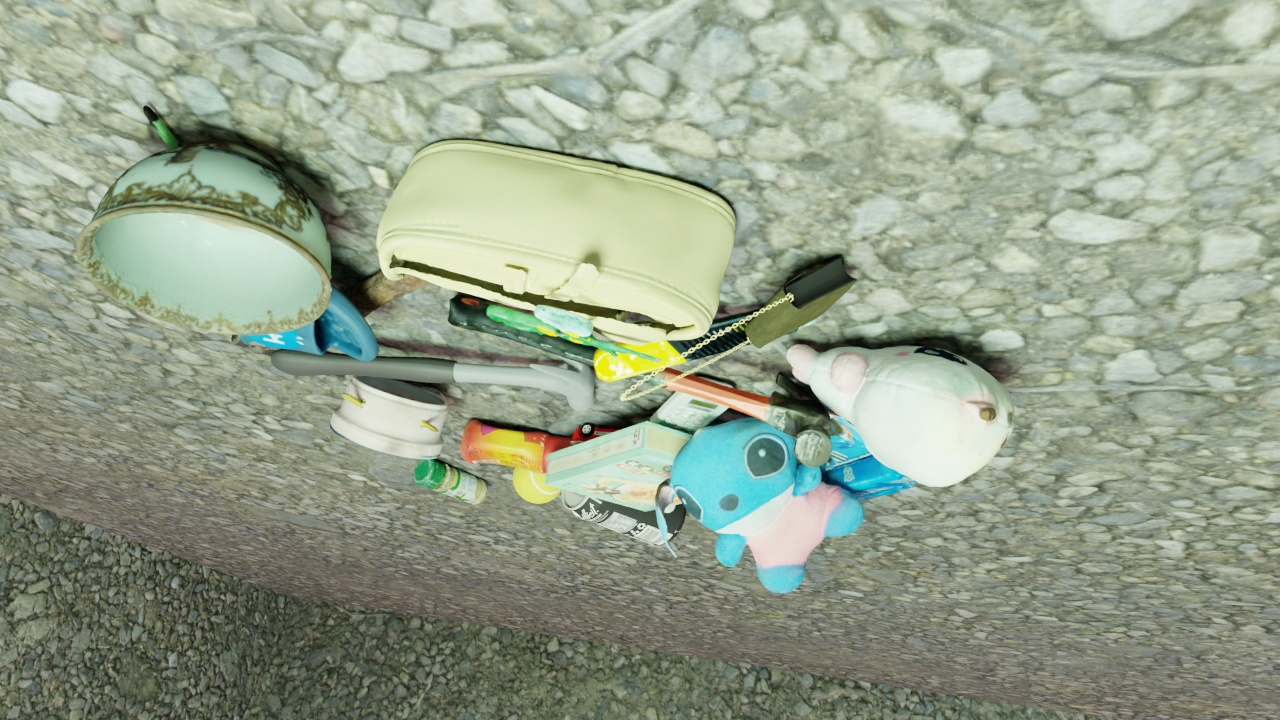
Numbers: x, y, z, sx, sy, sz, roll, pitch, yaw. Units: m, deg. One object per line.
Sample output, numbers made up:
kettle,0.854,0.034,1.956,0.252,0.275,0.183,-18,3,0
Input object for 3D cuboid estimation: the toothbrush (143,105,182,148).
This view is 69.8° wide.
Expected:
toothbrush,-0.323,-0.129,0.694,0.017,0.014,0.188,-3,155,0

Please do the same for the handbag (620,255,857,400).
handbag,0.061,-0.016,0.620,0.177,0.027,0.084,-27,168,-23

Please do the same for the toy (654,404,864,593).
toy,0.126,0.125,0.878,0.224,0.098,0.191,-41,115,18

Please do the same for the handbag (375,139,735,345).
handbag,-0.065,-0.067,0.627,0.232,0.088,0.191,16,159,-10

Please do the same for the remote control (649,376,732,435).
remote control,0.049,0.045,0.898,0.050,0.022,0.134,15,156,-12

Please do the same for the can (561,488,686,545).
can,-0.019,0.174,1.142,0.146,0.080,0.080,26,152,-30

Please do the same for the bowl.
bowl,-0.291,-0.095,0.639,0.160,0.093,0.160,-1,154,-1

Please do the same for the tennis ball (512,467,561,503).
tennis ball,-0.127,0.146,1.147,0.065,0.065,0.065,10,156,4

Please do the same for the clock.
clock,-0.260,0.054,0.973,0.116,0.059,0.158,18,-176,-12

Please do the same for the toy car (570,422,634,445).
toy car,-0.030,0.089,1.027,0.090,0.025,0.038,0,154,24

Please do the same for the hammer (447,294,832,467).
hammer,-0.005,0.004,0.765,0.333,0.033,0.132,18,-162,3

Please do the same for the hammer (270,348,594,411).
hammer,-0.199,0.008,0.876,0.311,0.029,0.125,4,160,4

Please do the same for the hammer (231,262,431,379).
hammer,-0.260,-0.043,0.839,0.120,0.033,0.331,24,153,-35

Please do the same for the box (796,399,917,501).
box,0.181,0.121,0.965,0.175,0.059,0.244,21,154,-19

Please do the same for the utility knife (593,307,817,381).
utility knife,0.049,-0.016,0.705,0.174,0.020,0.029,-13,111,3

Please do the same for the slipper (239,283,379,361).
slipper,-0.316,-0.053,0.753,0.213,0.059,0.104,25,151,-5

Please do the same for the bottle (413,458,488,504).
bottle,-0.267,0.172,1.298,0.043,0.042,0.110,-10,150,40

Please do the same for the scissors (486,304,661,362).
scissors,-0.042,-0.019,0.623,0.127,0.011,0.123,16,173,-9

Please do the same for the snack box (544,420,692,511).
snack box,0.006,0.118,0.996,0.141,0.044,0.194,20,155,-31

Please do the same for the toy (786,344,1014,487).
toy,0.198,0.030,0.720,0.180,0.101,0.138,26,-179,30

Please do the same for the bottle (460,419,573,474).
bottle,-0.141,0.106,1.085,0.134,0.048,0.071,9,157,6
